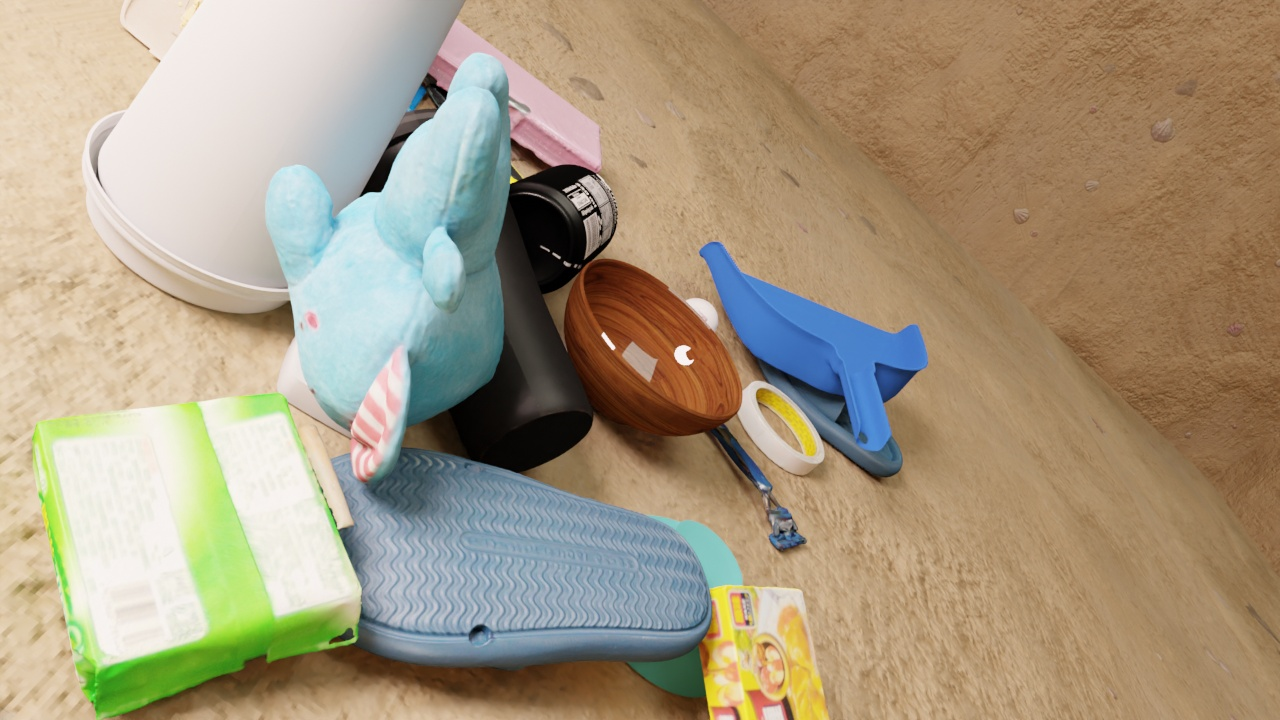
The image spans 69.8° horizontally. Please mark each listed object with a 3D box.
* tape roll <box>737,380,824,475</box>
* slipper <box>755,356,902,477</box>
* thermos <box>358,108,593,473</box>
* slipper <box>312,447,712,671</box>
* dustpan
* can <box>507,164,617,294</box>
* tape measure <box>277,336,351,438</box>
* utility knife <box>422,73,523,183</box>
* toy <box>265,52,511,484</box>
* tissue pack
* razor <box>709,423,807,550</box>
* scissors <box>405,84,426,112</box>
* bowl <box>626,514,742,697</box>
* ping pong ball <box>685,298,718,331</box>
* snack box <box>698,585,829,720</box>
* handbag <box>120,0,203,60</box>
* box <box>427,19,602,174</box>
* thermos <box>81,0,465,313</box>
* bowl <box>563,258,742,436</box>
[{"bbox_3d":[0.126,0.060,0.823,0.094,0.019,0.093,35,27,-21],"label":"tape roll"},{"bbox_3d":[0.189,0.034,0.913,0.213,0.059,0.103,43,28,-7],"label":"slipper"},{"bbox_3d":[-0.104,-0.043,0.550,0.105,0.106,0.218,7,50,-53],"label":"thermos"},{"bbox_3d":[-0.062,0.104,0.432,0.213,0.059,0.103,16,40,-24],"label":"slipper"},{"bbox_3d":[0.179,-0.003,0.852,0.245,0.060,0.257,20,38,-16],"label":"dustpan"},{"bbox_3d":[-0.066,-0.103,0.697,0.080,0.080,0.145,43,19,-5],"label":"can"},{"bbox_3d":[-0.154,0.009,0.483,0.065,0.017,0.064,33,28,-24],"label":"tape measure"},{"bbox_3d":[-0.146,-0.195,0.804,0.186,0.020,0.028,50,23,16],"label":"utility knife"},{"bbox_3d":[-0.107,-0.048,0.406,0.114,0.181,0.183,13,39,-14],"label":"toy"},{"bbox_3d":[-0.165,0.064,0.346,0.099,0.034,0.114,-7,54,-40],"label":"tissue pack"},{"bbox_3d":[0.083,0.086,0.722,0.043,0.018,0.141,1,49,-55],"label":"razor"},{"bbox_3d":[-0.188,-0.208,0.762,0.097,0.020,0.132,39,27,-17],"label":"scissors"},{"bbox_3d":[0.025,0.129,0.536,0.121,0.046,0.121,34,27,-21],"label":"bowl"},{"bbox_3d":[0.050,-0.036,0.829,0.040,0.040,0.040,34,27,-21],"label":"ping pong ball"},{"bbox_3d":[0.070,0.196,0.476,0.075,0.025,0.152,16,56,-45],"label":"snack box"},{"bbox_3d":[-0.225,-0.289,0.613,0.101,0.198,0.194,39,26,-12],"label":"handbag"},{"bbox_3d":[-0.139,-0.273,0.877,0.232,0.051,0.180,31,21,-29],"label":"box"},{"bbox_3d":[-0.166,-0.137,0.444,0.131,0.222,0.131,34,27,-21],"label":"thermos"},{"bbox_3d":[-0.004,0.004,0.655,0.147,0.069,0.147,34,28,-21],"label":"bowl"}]
